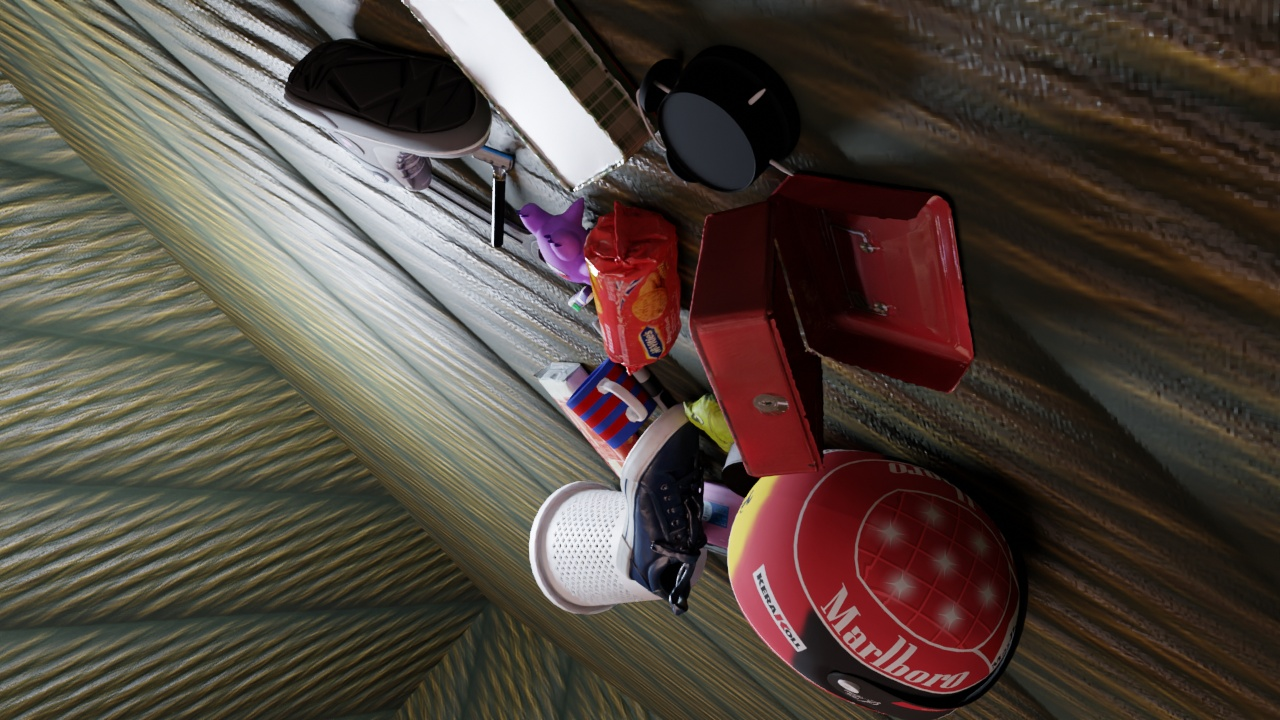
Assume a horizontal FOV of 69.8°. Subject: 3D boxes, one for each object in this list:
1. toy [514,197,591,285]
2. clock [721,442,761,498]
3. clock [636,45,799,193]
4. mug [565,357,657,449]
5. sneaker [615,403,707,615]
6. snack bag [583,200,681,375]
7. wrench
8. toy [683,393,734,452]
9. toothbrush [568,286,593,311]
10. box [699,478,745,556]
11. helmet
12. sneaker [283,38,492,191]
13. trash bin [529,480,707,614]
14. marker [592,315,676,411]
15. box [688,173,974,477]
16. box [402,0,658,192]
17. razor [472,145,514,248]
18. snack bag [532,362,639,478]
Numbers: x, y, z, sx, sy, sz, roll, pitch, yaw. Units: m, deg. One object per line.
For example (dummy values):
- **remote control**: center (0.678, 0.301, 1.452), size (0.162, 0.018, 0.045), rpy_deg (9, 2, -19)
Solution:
- **toy**: center (-0.064, -0.106, 0.849), size (0.106, 0.055, 0.088), rpy_deg (43, 165, 40)
- **clock**: center (0.133, 0.106, 0.909), size (0.094, 0.035, 0.123), rpy_deg (20, 150, -2)
- **clock**: center (0.046, -0.156, 0.606), size (0.121, 0.042, 0.091), rpy_deg (19, 148, 42)
- **mug**: center (-0.028, 0.046, 1.028), size (0.076, 0.074, 0.112), rpy_deg (44, 165, -5)
- **sneaker**: center (0.043, 0.181, 1.043), size (0.127, 0.120, 0.295), rpy_deg (34, 138, 29)
- **snack bag**: center (-0.002, -0.061, 0.809), size (0.082, 0.082, 0.177), rpy_deg (31, 155, 23)
- **wrench**: center (-0.192, -0.171, 0.991), size (0.273, 0.010, 0.070), rpy_deg (32, 155, 21)
- **toy**: center (0.090, 0.069, 0.946), size (0.094, 0.036, 0.094), rpy_deg (16, 149, 31)
- **toothbrush**: center (-0.058, -0.061, 0.904), size (0.016, 0.015, 0.187), rpy_deg (41, 176, -7)
- **box**: center (0.148, 0.198, 1.081), size (0.092, 0.089, 0.215), rpy_deg (6, 180, -36)
- **helmet**: center (0.207, 0.190, 0.774), size (0.271, 0.197, 0.225), rpy_deg (33, 157, -2)
- **sneaker**: center (-0.216, -0.211, 0.879), size (0.257, 0.093, 0.160), rpy_deg (25, 160, 32)
- **trash bin**: center (-0.021, 0.263, 1.294), size (0.195, 0.195, 0.200), rpy_deg (50, 146, -19)
- **marker**: center (-0.006, 0.006, 1.005), size (0.140, 0.016, 0.016), rpy_deg (51, 155, -21)
- **box**: center (0.106, -0.017, 0.614), size (0.152, 0.165, 0.157), rpy_deg (25, 152, 44)
- **box**: center (-0.084, -0.225, 0.682), size (0.205, 0.049, 0.118), rpy_deg (48, 159, -14)
- **razor**: center (-0.142, -0.162, 0.908), size (0.043, 0.022, 0.144), rpy_deg (23, 150, 6)
- **snack bag**: center (-0.044, 0.092, 1.188), size (0.078, 0.041, 0.225), rpy_deg (3, 134, 55)
